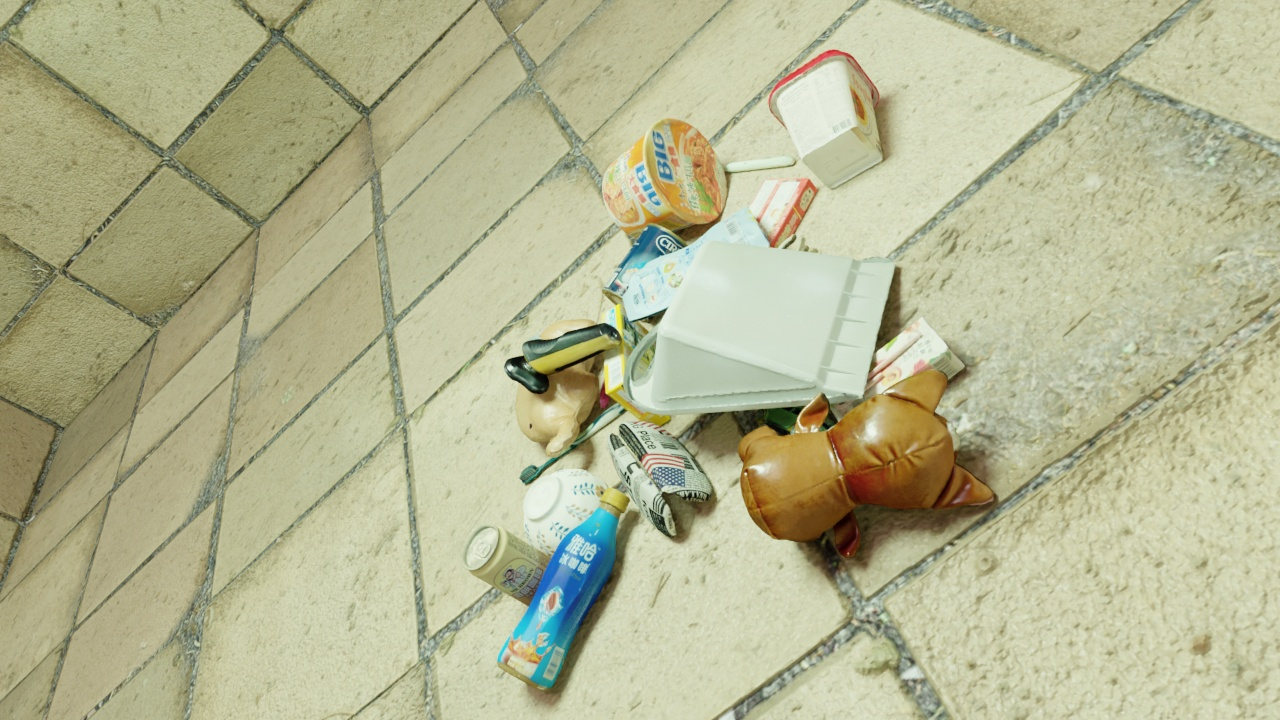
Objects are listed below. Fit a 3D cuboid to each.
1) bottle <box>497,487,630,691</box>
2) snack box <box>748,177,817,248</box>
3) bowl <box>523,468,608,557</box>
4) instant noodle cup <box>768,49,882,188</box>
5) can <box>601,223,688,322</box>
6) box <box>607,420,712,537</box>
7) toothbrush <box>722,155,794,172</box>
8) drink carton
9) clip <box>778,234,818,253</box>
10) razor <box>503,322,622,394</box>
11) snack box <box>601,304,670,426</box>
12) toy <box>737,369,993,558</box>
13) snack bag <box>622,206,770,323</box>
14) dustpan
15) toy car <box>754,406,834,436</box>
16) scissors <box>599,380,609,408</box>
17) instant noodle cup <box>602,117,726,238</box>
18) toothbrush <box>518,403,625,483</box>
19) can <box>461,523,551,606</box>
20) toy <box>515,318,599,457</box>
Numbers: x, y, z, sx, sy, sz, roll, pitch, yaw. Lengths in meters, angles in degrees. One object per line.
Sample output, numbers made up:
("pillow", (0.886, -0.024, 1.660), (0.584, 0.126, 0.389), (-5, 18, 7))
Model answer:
("bottle", (-0.074, 0.237, 0.975), (0.065, 0.065, 0.218), (6, 62, 50))
("snack box", (0.153, -0.159, 1.136), (0.075, 0.025, 0.152), (11, 66, 50))
("bowl", (-0.096, 0.172, 1.066), (0.114, 0.062, 0.113), (-29, 40, 28))
("instant noodle cup", (0.230, -0.286, 1.108), (0.117, 0.116, 0.124), (-27, 51, 29))
("can", (0.009, -0.114, 1.208), (0.111, 0.075, 0.075), (-55, 35, -8))
("box", (0.022, 0.116, 1.000), (0.087, 0.076, 0.163), (-27, 31, -8))
("toothbrush", (0.138, -0.271, 1.265), (0.190, 0.029, 0.020), (10, 107, 50))
("drink carton", (0.234, 0.019, 0.862), (0.123, 0.045, 0.053), (-39, 37, 15))
("clip", (0.165, -0.096, 1.062), (0.072, 0.034, 0.100), (30, 89, 54))
("razor", (-0.090, -0.005, 1.098), (0.168, 0.062, 0.067), (-19, 84, 38))
("snack box", (-0.007, 0.006, 1.101), (0.034, 0.087, 0.140), (-31, 39, 24))
("toy", (0.189, 0.092, 0.798), (0.200, 0.140, 0.130), (-26, -1, 27))
("snack bag", (0.061, -0.115, 1.110), (0.191, 0.039, 0.110), (-30, 42, 10))
("dustpan", (0.111, -0.018, 0.970), (0.258, 0.143, 0.222), (15, 45, 13))
("toy car", (0.154, 0.065, 0.909), (0.091, 0.043, 0.036), (17, 73, 51))
("scissors", (-0.036, 0.005, 1.174), (0.134, 0.017, 0.113), (-81, 1, -68))
("instant noodle cup", (0.027, -0.239, 1.254), (0.112, 0.151, 0.151), (-21, 43, 46))
("toothbrush", (-0.082, 0.099, 1.157), (0.192, 0.018, 0.016), (-38, 36, 16))
("can", (-0.136, 0.228, 1.006), (0.059, 0.116, 0.058), (-29, 39, 26))
("toy", (-0.108, 0.047, 1.180), (0.144, 0.082, 0.225), (-39, 36, 37))
